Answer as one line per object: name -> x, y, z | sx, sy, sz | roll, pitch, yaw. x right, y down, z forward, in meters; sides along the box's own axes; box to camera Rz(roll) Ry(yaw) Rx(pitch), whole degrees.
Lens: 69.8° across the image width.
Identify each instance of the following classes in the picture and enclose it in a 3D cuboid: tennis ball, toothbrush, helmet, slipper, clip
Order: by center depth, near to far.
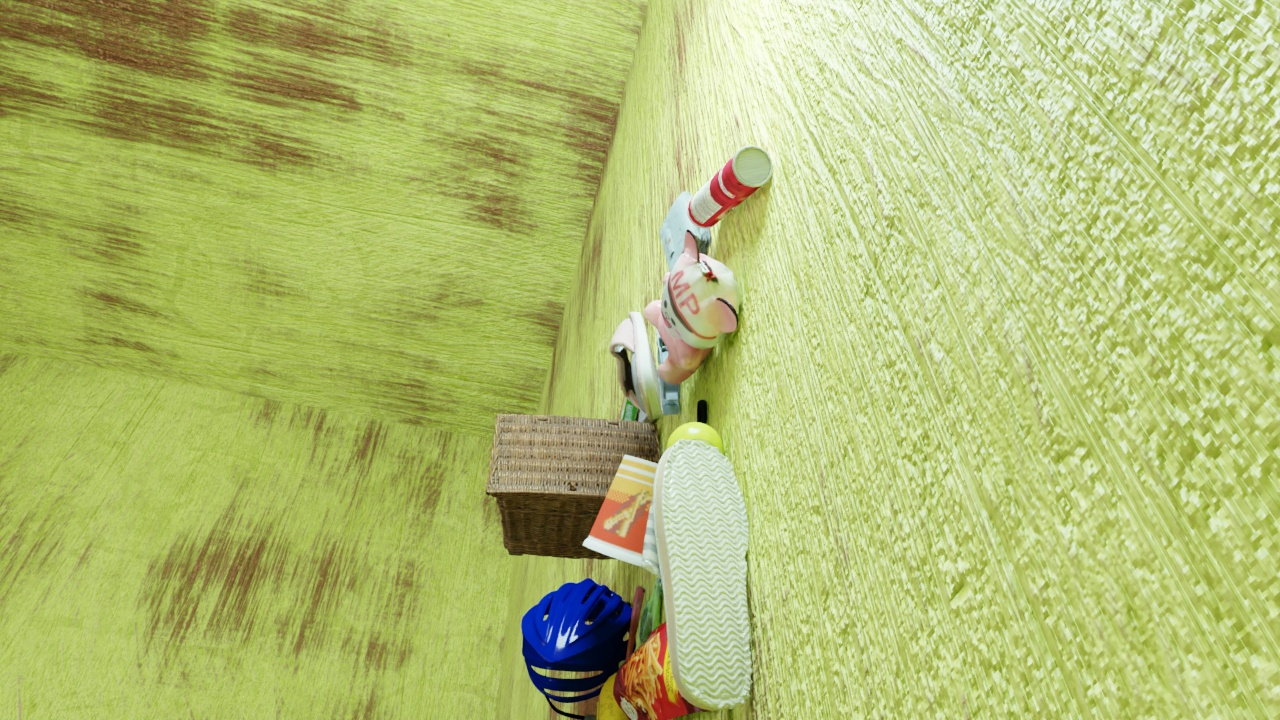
slipper -> 0.056, 0.200, 0.884 | 0.054, 0.114, 0.272 | -41, 36, 39
tennis ball -> 0.062, 0.103, 1.052 | 0.065, 0.065, 0.065 | -170, 91, -80
toothbrush -> -0.006, 0.349, 1.182 | 0.189, 0.016, 0.016 | -76, -29, -70
helmet -> -0.082, 0.413, 1.238 | 0.241, 0.148, 0.228 | -39, -51, -74
slipper -> -0.007, 0.007, 1.241 | 0.274, 0.054, 0.114 | -100, -4, -73
clip -> 0.039, -0.008, 1.317 | 0.115, 0.028, 0.163 | 90, 176, -47

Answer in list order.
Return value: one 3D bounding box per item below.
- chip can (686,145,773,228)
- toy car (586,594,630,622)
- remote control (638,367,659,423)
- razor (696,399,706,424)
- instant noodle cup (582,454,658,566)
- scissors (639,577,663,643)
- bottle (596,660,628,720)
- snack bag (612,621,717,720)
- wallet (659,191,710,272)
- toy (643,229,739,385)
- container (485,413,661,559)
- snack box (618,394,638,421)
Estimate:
chip can -> 0.111, -0.219, 1.182 | 0.215, 0.051, 0.051 | 157, 124, -77
toy car -> -0.060, 0.373, 1.371 | 0.037, 0.092, 0.040 | 44, -126, -74
remote control -> 0.023, 0.058, 1.446 | 0.151, 0.019, 0.074 | 122, 160, -68
razor -> 0.072, 0.110, 1.127 | 0.043, 0.022, 0.144 | 52, -142, -47
instant noodle cup -> 0.006, 0.190, 1.144 | 0.123, 0.123, 0.121 | 156, 132, -78
scissors -> 0.026, 0.298, 1.195 | 0.093, 0.032, 0.175 | -112, 30, -77
bottle -> -0.018, 0.443, 1.103 | 0.071, 0.071, 0.163 | 111, 166, -45
snack bag -> 0.042, 0.332, 1.010 | 0.209, 0.066, 0.138 | 131, 155, -52
wallet -> 0.069, -0.183, 1.391 | 0.131, 0.054, 0.101 | -99, 21, -49
toy -> 0.066, -0.060, 1.155 | 0.214, 0.084, 0.141 | 112, 148, -63
container -> -0.102, 0.203, 1.400 | 0.162, 0.250, 0.184 | -91, 6, -49
snack box -> -0.023, 0.098, 1.594 | 0.131, 0.027, 0.168 | -87, 10, -75
